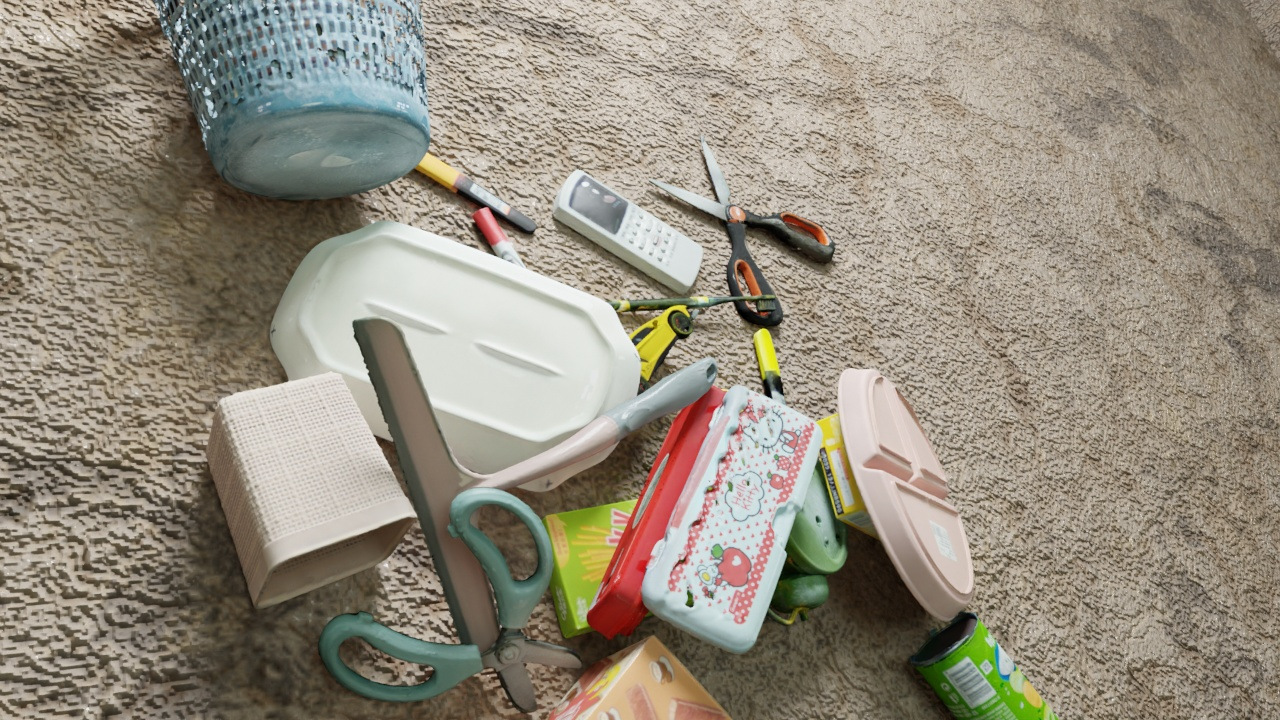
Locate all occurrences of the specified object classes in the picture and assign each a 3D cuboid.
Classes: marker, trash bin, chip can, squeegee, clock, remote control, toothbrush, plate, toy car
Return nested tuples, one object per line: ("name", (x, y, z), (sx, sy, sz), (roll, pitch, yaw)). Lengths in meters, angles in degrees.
("marker", (-0.144, -0.144, 0.790), (0.124, 0.015, 0.018), (30, 52, -17))
("marker", (0.124, 0.029, 0.852), (0.018, 0.015, 0.124), (3, 64, -29))
("trash bin", (-0.247, -0.232, 0.666), (0.226, 0.227, 0.195), (-7, 80, -35))
("chip can", (0.325, 0.324, 0.761), (0.072, 0.072, 0.236), (-34, 83, -40))
("squeegee", (-0.034, 0.049, 0.615), (0.249, 0.040, 0.248), (-25, 111, -30))
("clock", (0.110, 0.133, 0.728), (0.116, 0.056, 0.160), (45, 35, -22))
("remote control", (-0.009, -0.120, 0.853), (0.150, 0.021, 0.058), (30, 51, -14))
("toothbrush", (0.047, -0.049, 0.841), (0.185, 0.012, 0.017), (-4, 78, -27))
("plate", (0.234, 0.109, 0.795), (0.229, 0.028, 0.229), (44, 32, -38))
("toy car", (-0.004, 0.004, 0.749), (0.041, 0.071, 0.155), (41, 48, -3))
("marker", (-0.097, -0.066, 0.769), (0.017, 0.017, 0.145), (-25, 78, -39))
("plate", (-0.128, -0.012, 0.655), (0.265, 0.034, 0.161), (22, 69, -3))

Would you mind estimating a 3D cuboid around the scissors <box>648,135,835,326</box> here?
("scissors", (0.113, -0.135, 0.937), (0.220, 0.022, 0.233), (2, 62, -31))

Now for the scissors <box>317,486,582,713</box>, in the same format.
("scissors", (-0.120, 0.167, 0.573), (0.180, 0.019, 0.170), (-19, 113, -15))

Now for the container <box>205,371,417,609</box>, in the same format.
("container", (-0.209, 0.076, 0.569), (0.089, 0.090, 0.111), (-16, 69, -37))

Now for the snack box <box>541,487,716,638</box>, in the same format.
("snack box", (0.002, 0.149, 0.695), (0.156, 0.026, 0.085), (-4, 64, -33))

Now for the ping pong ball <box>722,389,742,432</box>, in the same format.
("ping pong ball", (0.070, 0.045, 0.790), (0.040, 0.040, 0.040), (15, 56, -24))

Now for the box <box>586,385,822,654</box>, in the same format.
("box", (0.050, 0.114, 0.654), (0.100, 0.103, 0.200), (29, 51, -2))

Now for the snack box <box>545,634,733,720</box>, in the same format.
("snack box", (-0.013, 0.243, 0.584), (0.077, 0.093, 0.094), (47, 49, 1))

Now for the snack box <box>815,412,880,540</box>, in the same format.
("snack box", (0.199, 0.107, 0.799), (0.140, 0.034, 0.086), (34, 39, -51))
